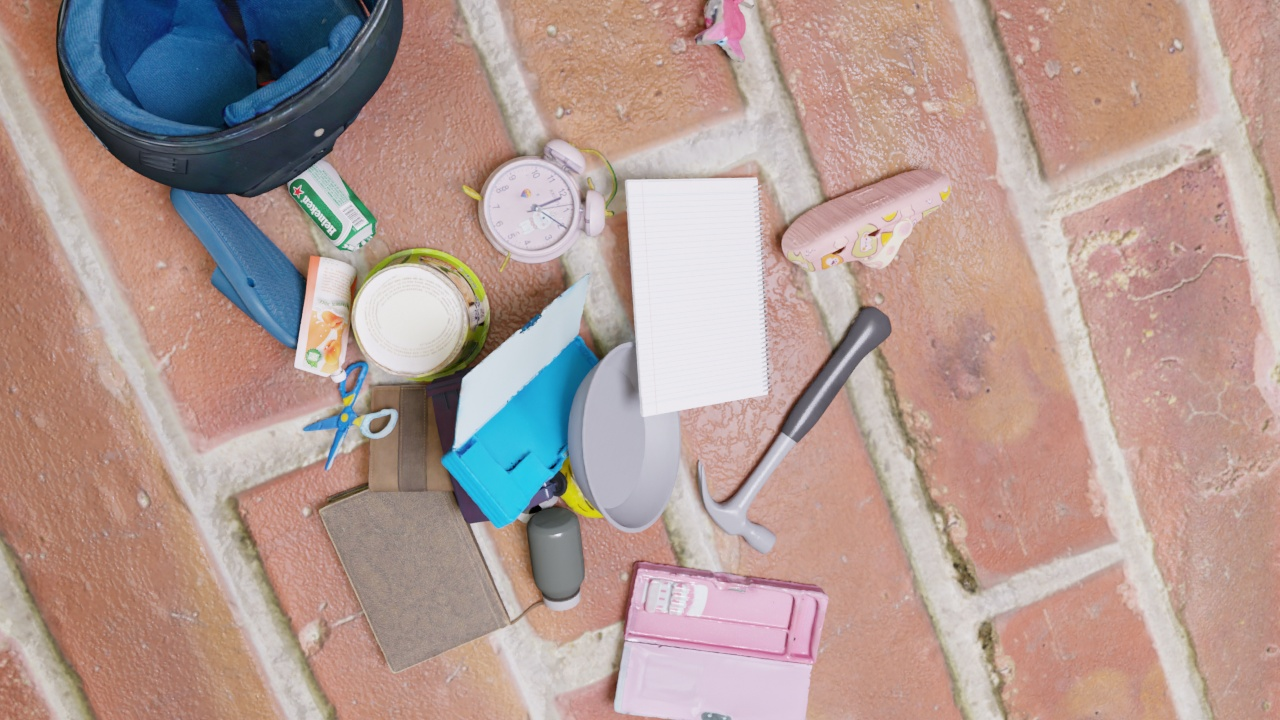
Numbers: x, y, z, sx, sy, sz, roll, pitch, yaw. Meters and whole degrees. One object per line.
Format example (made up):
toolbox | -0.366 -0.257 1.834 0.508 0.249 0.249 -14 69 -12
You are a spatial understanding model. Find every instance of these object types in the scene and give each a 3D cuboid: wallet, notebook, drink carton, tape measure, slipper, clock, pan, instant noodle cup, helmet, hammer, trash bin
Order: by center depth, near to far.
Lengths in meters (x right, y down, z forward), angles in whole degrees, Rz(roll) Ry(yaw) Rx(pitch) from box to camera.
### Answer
helmet | -0.369 -0.298 0.867 0.316 0.236 0.249 -32 98 -2
slipper | -0.415 -0.095 0.956 0.059 0.103 0.214 -34 101 13
drink carton | -0.332 -0.042 0.972 0.039 0.069 0.122 -3 75 27
instant noodle cup | -0.237 -0.046 0.976 0.146 0.098 0.146 -1 97 -5
trash bin | -0.157 0.084 0.981 0.092 0.093 0.161 -13 93 34
clock | -0.101 -0.171 0.992 0.158 0.059 0.117 -25 98 -2
pan | -0.006 0.006 0.996 0.051 0.200 0.356 -3 75 30
notebook | 0.067 -0.073 0.999 0.177 0.013 0.245 -8 98 -32
wallet | -0.248 0.085 1.011 0.098 0.027 0.121 -1 76 -1
slipper | 0.253 -0.144 1.017 0.197 0.093 0.081 -26 118 -3
notebook | -0.233 0.226 1.041 0.190 0.034 0.215 -20 97 -3
tape measure | -0.129 0.147 1.049 0.064 0.017 0.065 -41 98 1
hammer | 0.182 0.068 1.058 0.125 0.029 0.311 36 92 -8

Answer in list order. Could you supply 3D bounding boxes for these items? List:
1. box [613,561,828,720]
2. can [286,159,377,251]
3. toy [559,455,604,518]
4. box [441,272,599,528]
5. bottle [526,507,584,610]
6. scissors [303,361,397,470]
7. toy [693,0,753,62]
box | 0.092 0.337 1.078 0.232 0.039 0.179 11 92 -6
can | -0.328 -0.165 0.977 0.053 0.053 0.101 -39 98 1
toy | -0.049 0.132 1.041 0.094 0.041 0.095 -29 97 -6
box | -0.112 0.033 0.931 0.071 0.242 0.170 0 118 28
bottle | -0.094 0.224 1.035 0.060 0.060 0.108 -6 111 -4
scissors | -0.315 0.065 1.005 0.127 0.015 0.125 19 86 29
toy | 0.093 -0.379 0.993 0.065 0.050 0.102 17 92 -43
